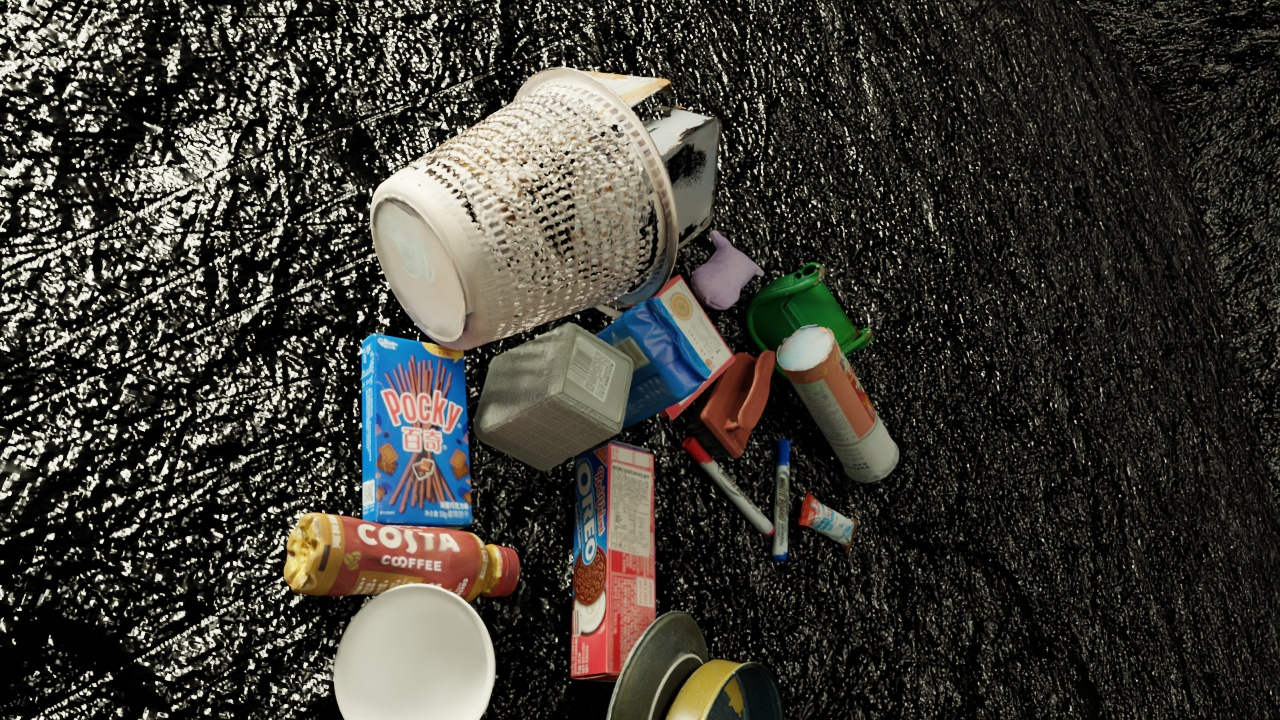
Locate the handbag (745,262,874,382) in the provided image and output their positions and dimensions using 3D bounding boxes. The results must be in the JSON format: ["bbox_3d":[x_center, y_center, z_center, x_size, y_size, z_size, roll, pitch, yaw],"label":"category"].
[{"bbox_3d":[0.198,-0.045,1.098,0.131,0.120,0.067,51,39,-10],"label":"handbag"}]

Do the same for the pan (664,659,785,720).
[{"bbox_3d":[0.120,0.399,0.836,0.357,0.078,0.197,49,52,-47],"label":"pan"}]

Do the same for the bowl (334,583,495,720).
[{"bbox_3d":[-0.154,0.223,0.669,0.065,0.118,0.118,53,24,-74],"label":"bowl"}]

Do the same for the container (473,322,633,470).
[{"bbox_3d":[-0.073,0.031,0.808,0.090,0.115,0.090,31,53,-30],"label":"container"}]

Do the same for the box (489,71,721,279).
[{"bbox_3d":[-0.041,-0.207,0.978,0.182,0.193,0.157,-42,143,-46],"label":"box"}]

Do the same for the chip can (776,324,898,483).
[{"bbox_3d":[0.233,0.054,1.076,0.215,0.071,0.071,52,42,-36],"label":"chip can"}]

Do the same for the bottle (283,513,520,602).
[{"bbox_3d":[-0.174,0.154,0.696,0.174,0.058,0.057,16,61,-38],"label":"bottle"}]

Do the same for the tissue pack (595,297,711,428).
[{"bbox_3d":[-0.005,0.005,0.857,0.052,0.158,0.095,-40,96,-39],"label":"tissue pack"}]

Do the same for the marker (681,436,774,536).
[{"bbox_3d":[0.096,0.137,0.989,0.145,0.017,0.017,48,46,-15],"label":"marker"}]

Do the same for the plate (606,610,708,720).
[{"bbox_3d":[0.023,0.304,0.779,0.179,0.024,0.179,-18,111,-59],"label":"plate"}]

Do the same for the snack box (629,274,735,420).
[{"bbox_3d":[0.025,-0.010,0.958,0.126,0.044,0.113,-40,100,-41],"label":"snack box"}]

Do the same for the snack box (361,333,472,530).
[{"bbox_3d":[-0.184,0.059,0.754,0.084,0.026,0.157,10,64,-40],"label":"snack box"}]

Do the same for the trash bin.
[{"bbox_3d":[-0.112,-0.114,0.789,0.191,0.228,0.227,-32,94,-34],"label":"trash bin"}]

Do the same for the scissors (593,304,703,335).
[{"bbox_3d":[0.018,-0.032,0.998,0.170,0.014,0.159,50,46,-12],"label":"scissors"}]

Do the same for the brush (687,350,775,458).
[{"bbox_3d":[0.109,0.039,0.999,0.063,0.069,0.145,50,37,-15],"label":"brush"}]

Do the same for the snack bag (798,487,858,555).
[{"bbox_3d":[0.220,0.189,1.075,0.104,0.026,0.048,34,63,-27],"label":"snack bag"}]

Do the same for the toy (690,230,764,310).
[{"bbox_3d":[0.097,-0.103,1.088,0.084,0.039,0.107,40,51,-3],"label":"toy"}]

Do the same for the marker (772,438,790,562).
[{"bbox_3d":[0.160,0.157,1.040,0.017,0.017,0.145,28,54,-31],"label":"marker"}]

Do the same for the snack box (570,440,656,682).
[{"bbox_3d":[-0.023,0.180,0.828,0.058,0.057,0.207,18,60,-34],"label":"snack box"}]
